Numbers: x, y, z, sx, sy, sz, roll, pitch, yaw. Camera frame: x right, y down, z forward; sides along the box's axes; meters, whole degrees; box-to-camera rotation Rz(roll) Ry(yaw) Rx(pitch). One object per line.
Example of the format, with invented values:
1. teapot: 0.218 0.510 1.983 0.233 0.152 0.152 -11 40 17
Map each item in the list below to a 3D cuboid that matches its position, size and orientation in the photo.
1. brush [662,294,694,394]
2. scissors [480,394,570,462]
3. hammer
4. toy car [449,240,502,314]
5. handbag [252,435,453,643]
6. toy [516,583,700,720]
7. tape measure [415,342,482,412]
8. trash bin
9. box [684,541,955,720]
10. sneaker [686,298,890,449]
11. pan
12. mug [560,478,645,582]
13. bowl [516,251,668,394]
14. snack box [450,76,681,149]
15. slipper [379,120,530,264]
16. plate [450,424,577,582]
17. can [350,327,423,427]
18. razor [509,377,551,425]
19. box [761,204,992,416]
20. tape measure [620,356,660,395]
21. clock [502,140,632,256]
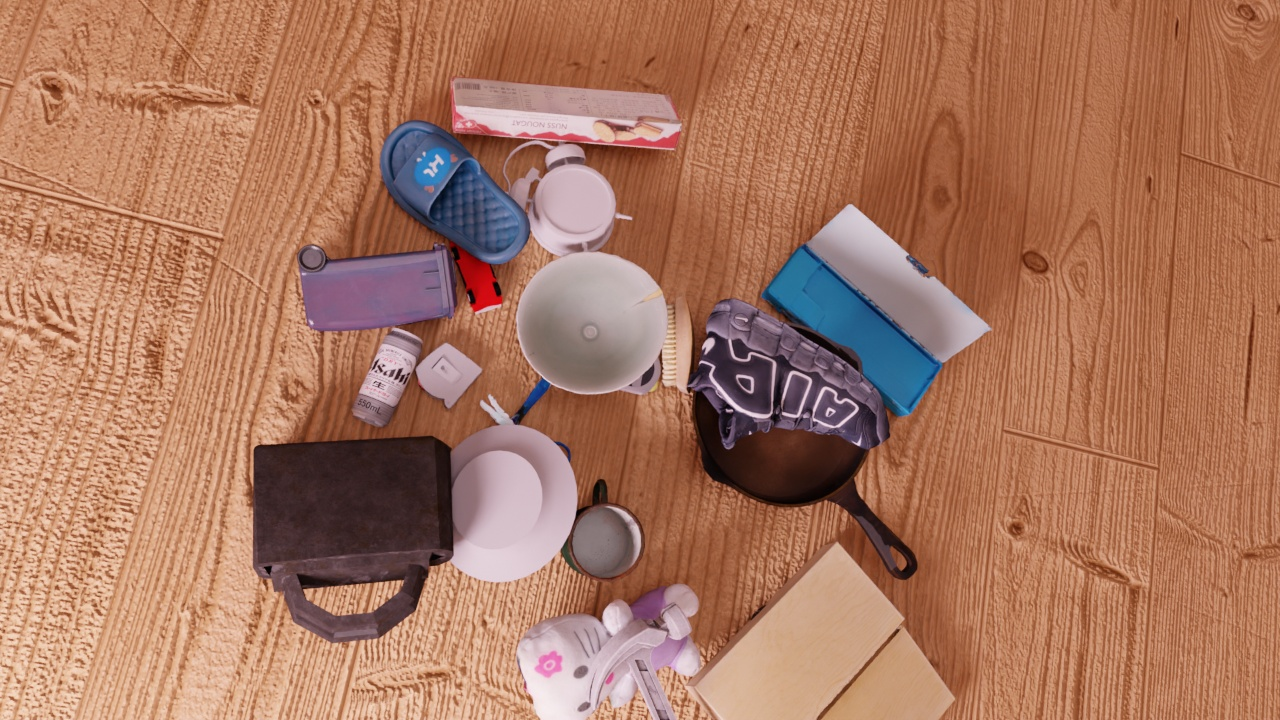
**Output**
1. brush: 0.046 -0.019 1.112 0.039 0.049 0.117 0 81 9
2. scissors: -0.135 0.086 1.056 0.073 0.016 0.134 -38 101 -15
3. hammer: 0.041 0.422 0.992 0.126 0.036 0.316 -28 108 -17
4. toy car: -0.193 -0.103 1.078 0.038 0.025 0.089 -19 84 -15
5. handbag: -0.296 0.191 0.960 0.197 0.102 0.199 -1 65 -14
6. toy: -0.035 0.315 1.007 0.209 0.085 0.138 -14 117 -23
7. tape measure: -0.222 0.017 1.052 0.062 0.020 0.060 40 74 -5
8. trash bin: -0.287 -0.083 1.016 0.160 0.094 0.092 -8 92 -14
9. box: 0.220 0.389 1.076 0.246 0.076 0.257 -39 98 -20
10. sneaker: 0.160 0.053 1.053 0.252 0.097 0.150 35 77 1
11. pan: 0.208 0.118 1.114 0.248 0.043 0.356 -36 84 -18
12. mug: -0.046 0.190 1.034 0.085 0.081 0.111 0 80 -14
13. bowl: -0.057 -0.037 1.075 0.174 0.068 0.174 2 75 -6
14. snack box: -0.090 -0.298 1.110 0.272 0.044 0.076 0 45 -15
15. slipper: -0.219 -0.193 1.054 0.214 0.059 0.104 43 88 10
16. plate: -0.155 0.154 1.004 0.173 0.019 0.172 -4 74 14
17. can: -0.282 0.020 1.024 0.044 0.044 0.106 24 76 -9
18. razor: -0.122 0.042 1.074 0.044 0.018 0.140 38 74 -6
19. box: 0.296 -0.065 1.171 0.243 0.075 0.167 41 103 -5
20. tape measure: -0.007 0.007 1.110 0.064 0.017 0.065 12 78 -12
21. clock: -0.095 -0.195 1.104 0.159 0.061 0.119 44 74 1
